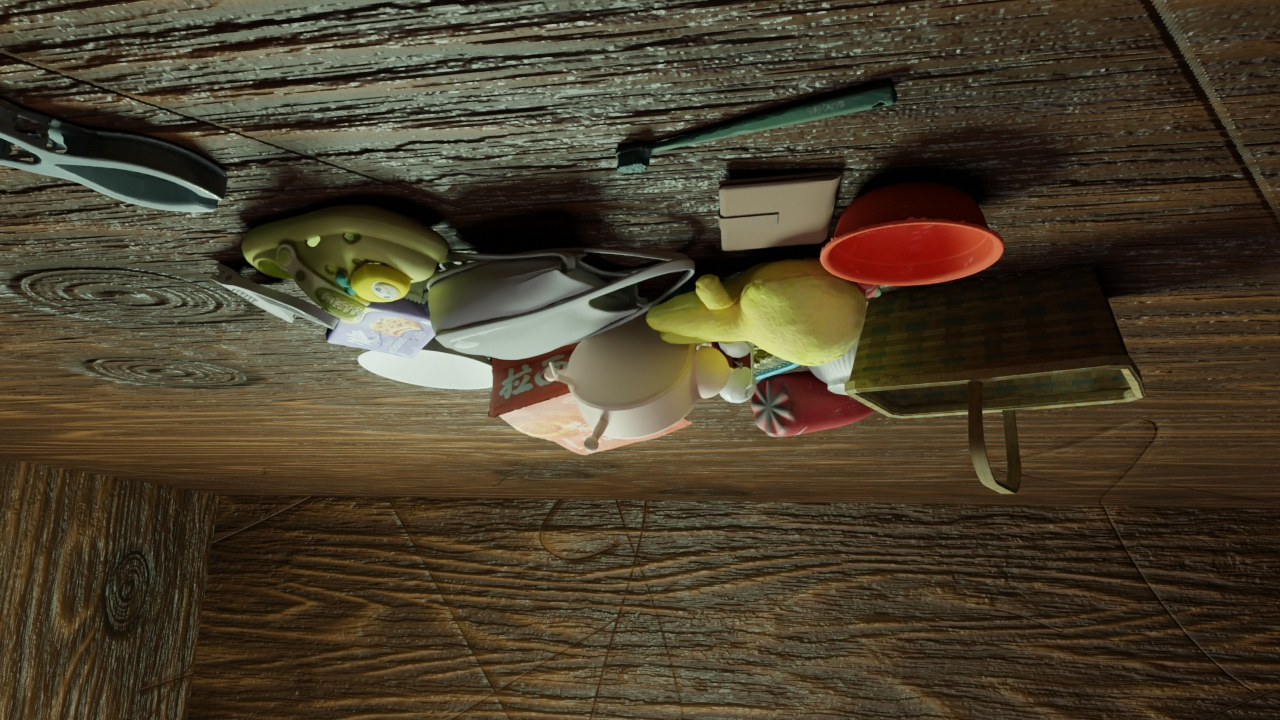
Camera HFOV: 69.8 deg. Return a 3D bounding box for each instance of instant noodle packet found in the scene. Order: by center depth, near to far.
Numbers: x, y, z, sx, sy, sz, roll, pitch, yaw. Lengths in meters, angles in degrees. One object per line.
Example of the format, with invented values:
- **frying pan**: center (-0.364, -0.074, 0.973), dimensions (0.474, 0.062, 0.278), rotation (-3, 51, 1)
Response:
- **instant noodle packet**: center (-0.053, 0.057, 1.091), dimensions (0.165, 0.083, 0.221), rotation (-18, 145, 21)

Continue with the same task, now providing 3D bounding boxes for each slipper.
- **slipper**: center (-0.253, -0.077, 0.760), dimensions (0.191, 0.081, 0.091), rotation (-2, 163, 24)

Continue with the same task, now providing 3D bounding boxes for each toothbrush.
- **toothbrush**: center (0.065, -0.143, 0.578), dimensions (0.190, 0.017, 0.016), rotation (-6, 164, 30)

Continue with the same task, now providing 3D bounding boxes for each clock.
- **clock**: center (-0.005, 0.005, 0.902), dimensions (0.160, 0.131, 0.086), rotation (-22, 132, -12)
- **clock**: center (0.085, -0.004, 0.954), dimensions (0.044, 0.087, 0.124), rotation (-7, -167, -21)

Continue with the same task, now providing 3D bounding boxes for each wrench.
- **wrench**: center (-0.320, -0.050, 0.825), dimensions (0.086, 0.018, 0.274), rotation (35, 168, -37)

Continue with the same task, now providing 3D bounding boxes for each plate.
- **plate**: center (-0.250, -0.005, 1.114), dimensions (0.174, 0.036, 0.174), rotation (4, 164, 1)

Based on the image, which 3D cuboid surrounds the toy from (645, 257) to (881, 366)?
- **toy**: center (0.112, -0.042, 0.818), dimensions (0.208, 0.092, 0.134), rotation (0, 168, 19)

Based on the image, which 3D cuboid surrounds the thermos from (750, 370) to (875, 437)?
- **thermos**: center (0.243, 0.044, 1.125), dimensions (0.239, 0.073, 0.073), rotation (-6, 173, -36)

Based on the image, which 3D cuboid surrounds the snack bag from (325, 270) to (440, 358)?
- **snack bag**: center (-0.253, -0.050, 0.913), dimensions (0.096, 0.058, 0.206), rotation (11, 166, -23)

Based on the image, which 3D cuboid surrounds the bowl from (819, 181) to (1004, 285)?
- **bowl**: center (0.200, -0.097, 0.681), dimensions (0.130, 0.045, 0.130), rotation (2, 166, 0)

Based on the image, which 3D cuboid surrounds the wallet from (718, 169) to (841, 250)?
- **wallet**: center (0.103, -0.113, 0.700), dimensions (0.087, 0.013, 0.121), rotation (-4, 165, 5)

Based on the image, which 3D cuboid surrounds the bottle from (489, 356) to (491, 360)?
- **bottle**: center (-0.144, 0.004, 1.136), dimensions (0.111, 0.043, 0.043), rotation (-11, 161, 43)

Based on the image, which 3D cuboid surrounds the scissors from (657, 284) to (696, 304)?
- **scissors**: center (0.088, -0.059, 0.903), dimensions (0.131, 0.019, 0.149), rotation (-8, 162, 36)

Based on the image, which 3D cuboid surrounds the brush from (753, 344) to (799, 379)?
- **brush**: center (0.152, -0.013, 1.000), dimensions (0.075, 0.055, 0.136), rotation (6, 165, -28)

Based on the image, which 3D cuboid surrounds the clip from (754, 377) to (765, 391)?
- **clip**: center (0.130, 0.004, 1.101), dimensions (0.102, 0.053, 0.057), rotation (-5, 128, 25)

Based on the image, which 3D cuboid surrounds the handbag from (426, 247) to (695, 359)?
- **handbag**: center (-0.056, -0.065, 0.816), dimensions (0.223, 0.095, 0.215), rotation (-13, 172, 17)

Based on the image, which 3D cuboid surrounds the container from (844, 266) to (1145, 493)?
- **container**: center (0.336, 0.030, 0.875), dimensions (0.250, 0.186, 0.157), rotation (-7, 163, 32)

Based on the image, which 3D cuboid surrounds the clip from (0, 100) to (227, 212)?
- **clip**: center (-0.387, -0.136, 0.650), dimensions (0.163, 0.027, 0.107), rotation (15, 159, -39)

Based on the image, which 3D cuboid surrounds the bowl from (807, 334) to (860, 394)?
- **bowl**: center (0.241, 0.003, 1.035), dimensions (0.118, 0.062, 0.118), rotation (2, 166, 0)
